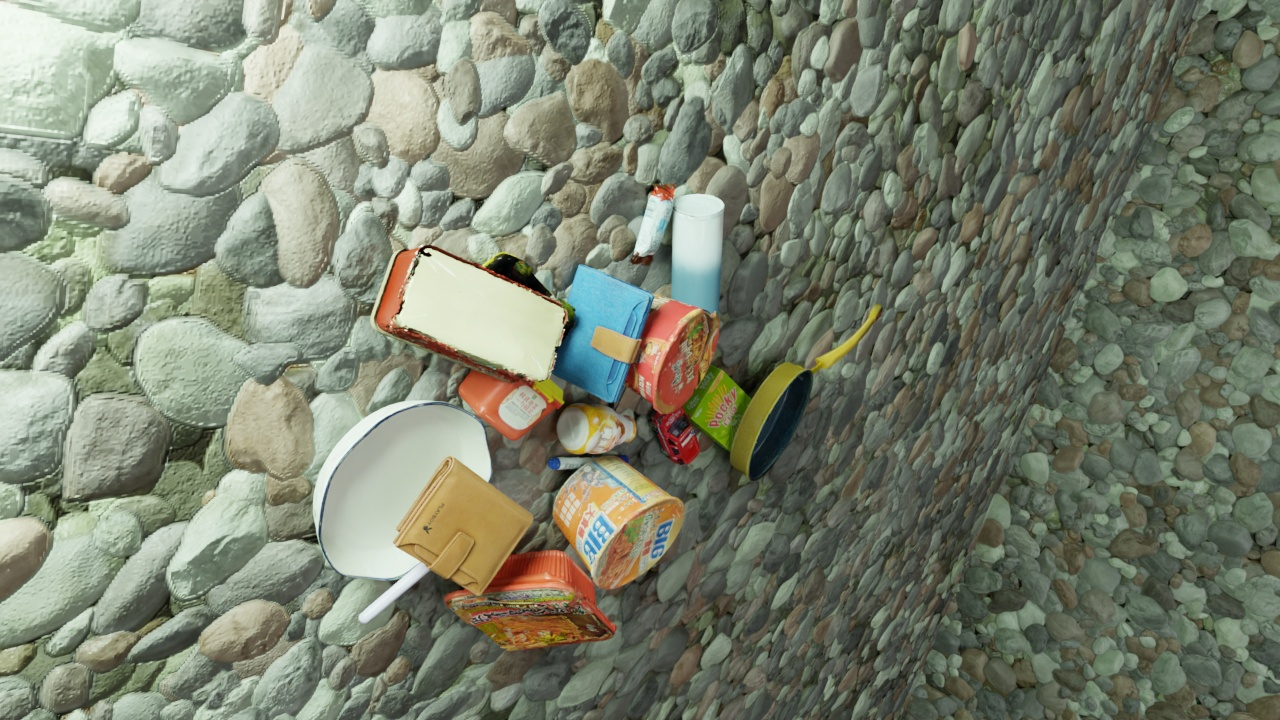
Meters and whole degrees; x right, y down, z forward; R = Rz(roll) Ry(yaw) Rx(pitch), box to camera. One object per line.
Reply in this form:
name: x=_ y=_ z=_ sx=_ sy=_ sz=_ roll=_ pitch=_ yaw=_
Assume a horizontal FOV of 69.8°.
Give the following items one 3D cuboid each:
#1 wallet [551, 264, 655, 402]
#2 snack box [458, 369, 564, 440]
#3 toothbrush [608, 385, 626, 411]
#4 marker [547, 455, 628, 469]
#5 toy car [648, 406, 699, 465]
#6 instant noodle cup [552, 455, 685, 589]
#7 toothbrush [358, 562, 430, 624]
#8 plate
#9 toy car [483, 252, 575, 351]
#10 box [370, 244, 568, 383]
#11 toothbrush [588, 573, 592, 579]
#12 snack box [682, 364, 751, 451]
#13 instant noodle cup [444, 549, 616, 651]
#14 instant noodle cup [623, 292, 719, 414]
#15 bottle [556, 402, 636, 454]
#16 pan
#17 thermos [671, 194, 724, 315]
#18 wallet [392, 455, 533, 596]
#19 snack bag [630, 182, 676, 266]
wallet: x=-0.047 y=-0.030 z=1.036 sx=0.040 sy=0.106 sz=0.133 roll=-6 pitch=118 yaw=-62
snack box: x=-0.140 y=0.034 z=0.989 sx=0.080 sy=0.082 sz=0.091 roll=-48 pitch=136 yaw=-5
toothbrush: x=-0.007 y=0.007 z=1.184 sx=0.012 sy=0.017 sz=0.186 roll=20 pitch=97 yaw=-57
marker: x=-0.066 y=0.132 z=1.196 sx=0.145 sy=0.017 sz=0.017 roll=5 pitch=108 yaw=-52
toy car: x=0.051 y=0.102 z=1.297 sx=0.052 sy=0.045 sz=0.120 roll=-49 pitch=140 yaw=-20
instant noodle cup: x=-0.034 y=0.202 z=1.183 sx=0.151 sy=0.111 sz=0.152 roll=-30 pitch=143 yaw=-27
toothbrush: x=-0.223 y=0.210 z=0.977 sx=0.188 sy=0.021 sz=0.029 roll=-42 pitch=172 yaw=-24
plate: x=-0.247 y=0.129 z=0.950 sx=0.204 sy=0.045 sz=0.205 roll=-28 pitch=132 yaw=-37
toy car: x=-0.125 y=-0.058 z=0.977 sx=0.071 sy=0.041 sz=0.156 roll=-54 pitch=140 yaw=-10
box: x=-0.155 y=-0.039 z=0.866 sx=0.168 sy=0.079 sz=0.091 roll=24 pitch=76 yaw=-34
toothbrush: x=-0.034 y=0.261 z=1.322 sx=0.191 sy=0.016 sz=0.018 roll=-48 pitch=132 yaw=-17
snack box: x=0.121 y=0.074 z=1.376 sx=0.085 sy=0.026 sz=0.156 roll=-58 pitch=144 yaw=-7
instant noodle cup: x=-0.128 y=0.294 z=1.127 sx=0.189 sy=0.165 sz=0.079 roll=61 pitch=25 yaw=-49
instant noodle cup: x=0.013 y=-0.018 z=1.100 sx=0.137 sy=0.109 sz=0.138 roll=-43 pitch=148 yaw=-37
bottle: x=-0.052 y=0.085 z=1.140 sx=0.108 sy=0.063 sz=0.063 roll=5 pitch=108 yaw=-51
pan: x=0.266 y=0.039 z=1.461 sx=0.356 sy=0.078 sz=0.198 roll=-56 pitch=157 yaw=-13
thermos: x=0.070 y=-0.101 z=1.171 sx=0.070 sy=0.070 sz=0.221 roll=-30 pitch=135 yaw=-36
wallet: x=-0.186 y=0.176 z=0.966 sx=0.132 sy=0.031 sz=0.107 roll=46 pitch=72 yaw=-37
snack bag: x=0.016 y=-0.161 z=1.093 sx=0.045 sy=0.026 sz=0.105 roll=-10 pitch=121 yaw=-58
